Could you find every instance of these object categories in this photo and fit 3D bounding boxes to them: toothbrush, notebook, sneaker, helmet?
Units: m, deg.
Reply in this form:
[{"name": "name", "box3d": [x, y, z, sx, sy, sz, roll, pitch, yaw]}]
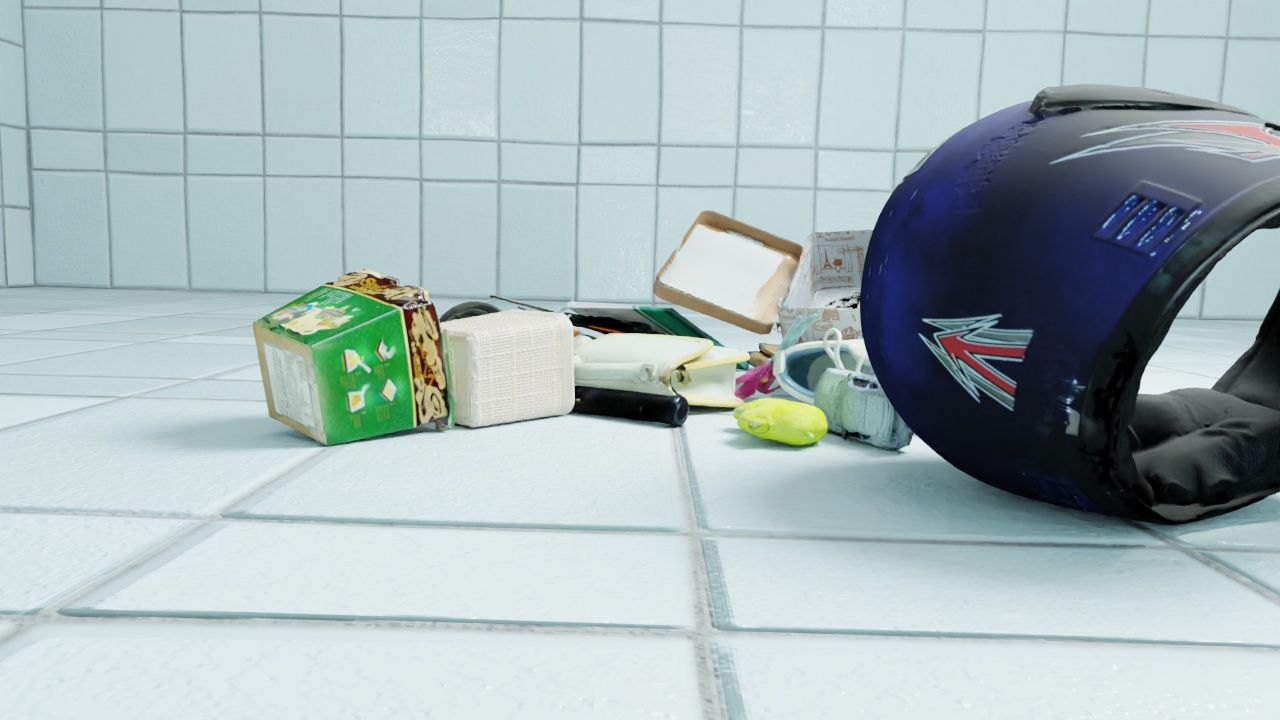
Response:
[{"name": "toothbrush", "box3d": [-0.053, 0.035, 0.825, 0.213, 0.026, 0.027, 5, -5, 34]}, {"name": "notebook", "box3d": [0.027, -0.030, 1.145, 0.151, 0.012, 0.209, 6, -15, 34]}, {"name": "sneaker", "box3d": [0.220, 0.010, 0.794, 0.090, 0.089, 0.243, 17, -9, -42]}, {"name": "helmet", "box3d": [0.287, -0.044, 0.570, 0.314, 0.248, 0.240, -8, 28, -24]}]

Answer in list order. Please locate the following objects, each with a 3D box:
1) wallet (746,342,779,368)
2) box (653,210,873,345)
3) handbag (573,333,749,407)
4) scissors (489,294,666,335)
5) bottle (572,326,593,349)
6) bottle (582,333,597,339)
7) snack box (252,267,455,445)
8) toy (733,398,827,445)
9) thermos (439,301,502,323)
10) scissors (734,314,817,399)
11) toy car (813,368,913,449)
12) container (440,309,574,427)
[{"name": "wallet", "box3d": [0.189, 0.003, 1.161, 0.090, 0.033, 0.115, 2, 10, -8]}, {"name": "box", "box3d": [0.162, -0.082, 0.977, 0.260, 0.110, 0.178, 1, 34, 23]}, {"name": "handbag", "box3d": [-0.005, 0.005, 0.876, 0.178, 0.063, 0.164, 3, 3, -41]}, {"name": "scissors", "box3d": [-0.057, -0.046, 1.063, 0.220, 0.021, 0.235, 16, -3, -36]}, {"name": "bottle", "box3d": [-0.086, -0.009, 1.042, 0.109, 0.063, 0.063, 7, 9, 43]}, {"name": "bottle", "box3d": [-0.019, -0.001, 1.073, 0.079, 0.044, 0.195, 6, 3, -40]}, {"name": "snack box", "box3d": [-0.222, 0.004, 0.695, 0.118, 0.118, 0.105, 17, 29, 37]}, {"name": "toy", "box3d": [0.113, 0.047, 0.729, 0.096, 0.031, 0.100, 1, 6, -28]}, {"name": "thermos", "box3d": [-0.159, -0.011, 0.963, 0.093, 0.093, 0.143, 2, -2, 8]}, {"name": "scissors", "box3d": [0.140, -0.003, 0.892, 0.073, 0.017, 0.138, 2, -38, -32]}, {"name": "toy car", "box3d": [0.174, 0.036, 0.731, 0.036, 0.054, 0.121, 1, 6, -21]}, {"name": "container", "box3d": [-0.127, 0.006, 0.784, 0.090, 0.090, 0.110, 7, 11, 39]}]
